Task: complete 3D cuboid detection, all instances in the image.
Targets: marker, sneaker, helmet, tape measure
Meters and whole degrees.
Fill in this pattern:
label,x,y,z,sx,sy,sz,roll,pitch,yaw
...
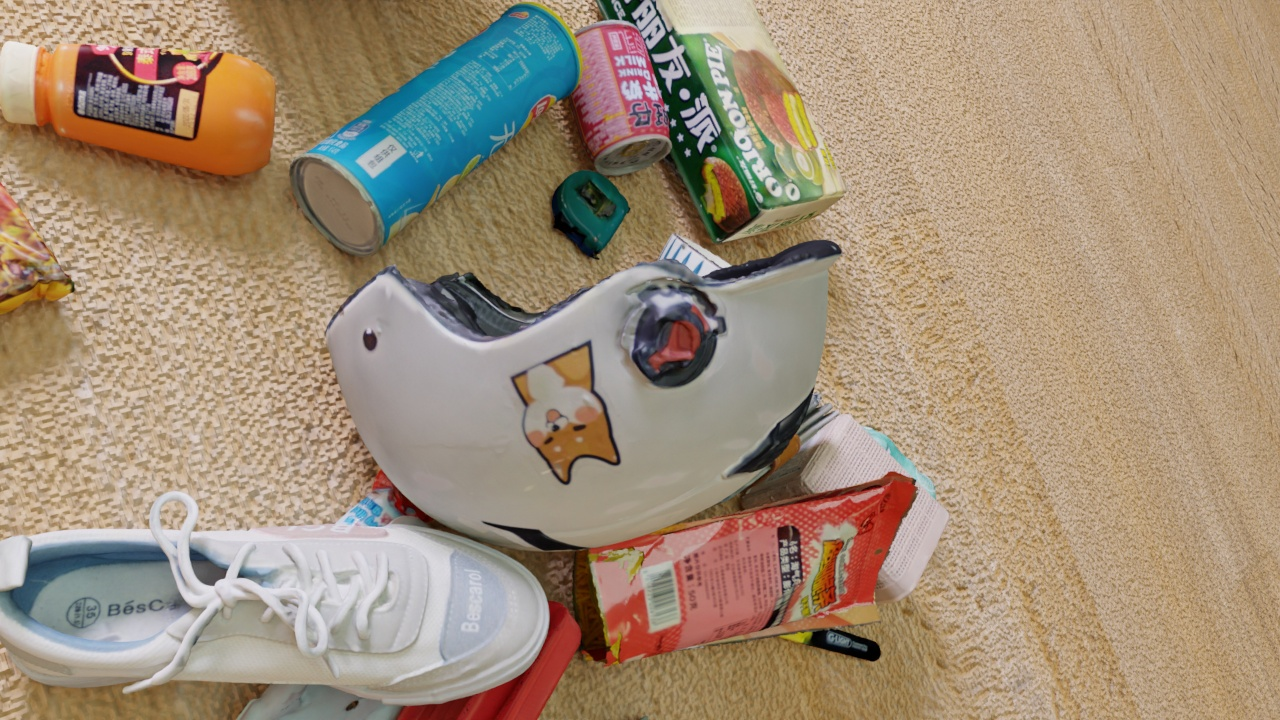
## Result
label,x,y,z,sx,sy,sz,roll,pitch,yaw
marker,0.132,0.202,0.672,0.124,0.015,0.018,23,65,-27
sneaker,-0.159,0.103,0.413,0.242,0.091,0.089,4,56,-12
helmet,-0.025,0.021,0.502,0.274,0.230,0.157,-5,95,-5
tape measure,-0.036,-0.110,0.663,0.054,0.025,0.058,40,55,-17

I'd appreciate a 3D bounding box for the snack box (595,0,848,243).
label,x,y,z,sx,sy,sz,roll,pitch,yaw
snack box,0.063,-0.216,0.729,0.114,0.063,0.240,-19,81,-42

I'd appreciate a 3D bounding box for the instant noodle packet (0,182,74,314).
label,x,y,z,sx,sy,sz,roll,pitch,yaw
instant noodle packet,-0.352,-0.051,0.417,0.128,0.044,0.111,-35,91,-37

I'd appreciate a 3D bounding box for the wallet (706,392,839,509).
label,x,y,z,sx,sy,sz,roll,pitch,yaw
wallet,0.062,0.068,0.615,0.129,0.107,0.037,-31,96,-38

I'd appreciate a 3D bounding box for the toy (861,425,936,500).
label,x,y,z,sx,sy,sz,roll,pitch,yaw
toy,0.204,0.089,0.742,0.092,0.030,0.096,43,19,-3

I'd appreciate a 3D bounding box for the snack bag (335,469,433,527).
label,x,y,z,sx,sy,sz,roll,pitch,yaw
snack bag,-0.158,0.101,0.504,0.045,0.026,0.105,52,55,-10

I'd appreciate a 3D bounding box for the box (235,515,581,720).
label,x,y,z,sx,sy,sz,roll,pitch,yaw
box,-0.125,0.181,0.447,0.100,0.095,0.200,55,51,-30

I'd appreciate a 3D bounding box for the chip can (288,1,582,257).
label,x,y,z,sx,sy,sz,roll,pitch,yaw
chip can,-0.124,-0.154,0.591,0.071,0.071,0.209,47,55,-11

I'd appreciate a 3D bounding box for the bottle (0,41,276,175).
label,x,y,z,sx,sy,sz,roll,pitch,yaw
bottle,-0.277,-0.140,0.492,0.149,0.067,0.066,3,71,-26

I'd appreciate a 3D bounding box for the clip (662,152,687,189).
label,x,y,z,sx,sy,sz,roll,pitch,yaw
clip,0.033,-0.159,0.732,0.058,0.037,0.025,50,48,-11

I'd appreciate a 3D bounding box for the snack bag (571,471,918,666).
label,x,y,z,sx,sy,sz,roll,pitch,yaw
snack bag,0.065,0.133,0.566,0.207,0.129,0.073,-8,35,-15

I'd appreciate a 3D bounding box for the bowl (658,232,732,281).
label,x,y,z,sx,sy,sz,roll,pitch,yaw
bowl,0.055,-0.034,0.658,0.116,0.116,0.066,29,102,-23

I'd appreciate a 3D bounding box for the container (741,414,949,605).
label,x,y,z,sx,sy,sz,roll,pitch,yaw
container,0.145,0.109,0.670,0.111,0.090,0.089,47,54,-8

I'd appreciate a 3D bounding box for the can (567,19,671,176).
label,x,y,z,sx,sy,sz,roll,pitch,yaw
can,-0.018,-0.192,0.678,0.066,0.067,0.093,-10,79,-36

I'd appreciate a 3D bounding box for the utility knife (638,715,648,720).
label,x,y,z,sx,sy,sz,roll,pitch,yaw
utility knife,-0.040,0.233,0.498,0.182,0.019,0.031,2,100,-66
